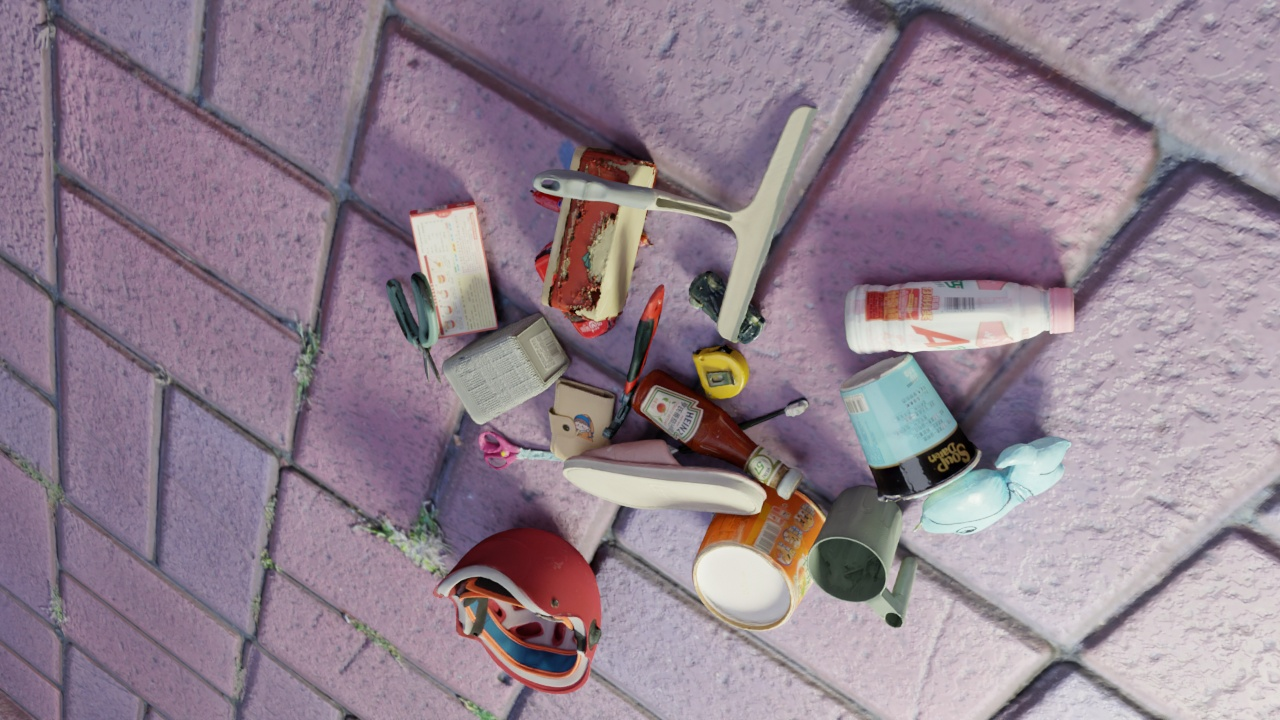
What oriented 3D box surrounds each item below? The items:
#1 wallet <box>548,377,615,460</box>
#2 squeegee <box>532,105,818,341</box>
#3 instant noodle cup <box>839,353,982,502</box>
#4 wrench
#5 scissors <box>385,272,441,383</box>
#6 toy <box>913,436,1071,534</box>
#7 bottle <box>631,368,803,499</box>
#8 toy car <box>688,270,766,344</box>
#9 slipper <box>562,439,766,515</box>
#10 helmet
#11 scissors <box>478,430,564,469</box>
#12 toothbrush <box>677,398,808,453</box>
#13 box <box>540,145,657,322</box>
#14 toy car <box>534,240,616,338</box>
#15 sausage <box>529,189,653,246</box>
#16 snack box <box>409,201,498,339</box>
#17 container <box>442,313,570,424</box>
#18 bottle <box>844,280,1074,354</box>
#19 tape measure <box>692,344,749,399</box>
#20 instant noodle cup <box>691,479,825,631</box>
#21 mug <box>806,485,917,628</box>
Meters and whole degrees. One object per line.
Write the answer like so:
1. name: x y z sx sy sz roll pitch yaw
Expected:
1. wallet: -0.076 0.081 1.138 0.087 0.024 0.115 18 124 20
2. squeegee: 0.014 -0.151 0.879 0.246 0.039 0.247 8 116 -19
3. instant noodle cup: 0.259 0.061 0.907 0.111 0.111 0.120 -26 92 35
4. wrench: -0.006 0.006 0.999 0.016 0.056 0.274 30 145 9
5. scissors: -0.274 -0.059 1.112 0.173 0.019 0.170 57 150 29
6. toy: 0.341 0.130 0.904 0.156 0.049 0.161 -18 146 5
7. bottle: 0.085 0.084 1.016 0.206 0.059 0.060 33 126 18
8. toy car: 0.092 -0.058 0.967 0.090 0.034 0.043 41 130 3
9. slipper: 0.023 0.131 1.058 0.275 0.054 0.114 -1 147 40
10. helmet: -0.139 0.320 1.228 0.207 0.143 0.240 -2 128 29
11. scissors: -0.153 0.126 1.208 0.135 0.017 0.063 6 118 21
12. toothbrush: 0.112 0.078 1.041 0.182 0.018 0.015 -24 105 36
13. box: -0.035 -0.127 0.940 0.079 0.091 0.168 19 106 18
14. toy car: -0.075 -0.078 1.040 0.053 0.045 0.120 -26 103 37
15. sausage: -0.054 -0.157 1.002 0.156 0.020 0.020 25 124 14
16. snack box: -0.220 -0.106 1.086 0.077 0.027 0.156 -11 116 -9
17. container: -0.157 0.007 1.101 0.115 0.090 0.090 -24 103 32
18. bottle: 0.294 -0.042 0.852 0.197 0.068 0.068 -2 114 24
19. tape measure: 0.089 0.014 1.010 0.057 0.028 0.060 -9 111 30
20. instant noodle cup: 0.133 0.227 1.049 0.151 0.111 0.151 12 120 22
21. mug: 0.246 0.209 0.985 0.124 0.103 0.084 47 127 -3
